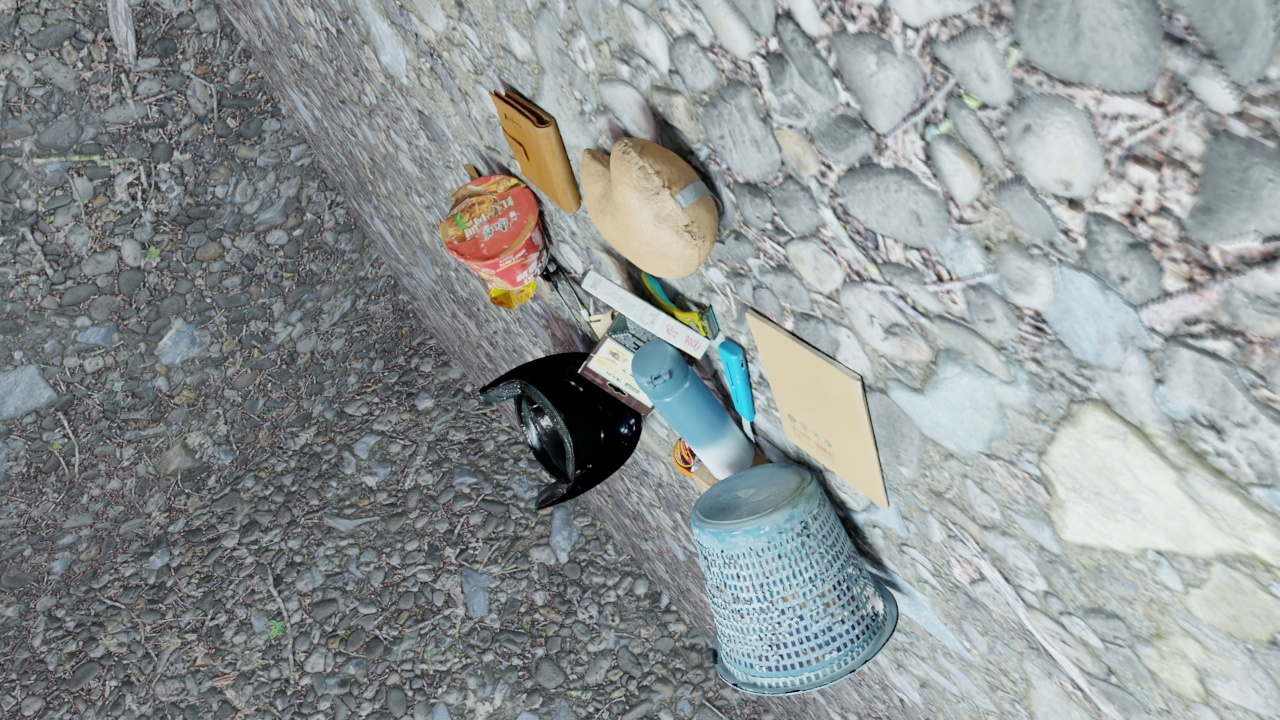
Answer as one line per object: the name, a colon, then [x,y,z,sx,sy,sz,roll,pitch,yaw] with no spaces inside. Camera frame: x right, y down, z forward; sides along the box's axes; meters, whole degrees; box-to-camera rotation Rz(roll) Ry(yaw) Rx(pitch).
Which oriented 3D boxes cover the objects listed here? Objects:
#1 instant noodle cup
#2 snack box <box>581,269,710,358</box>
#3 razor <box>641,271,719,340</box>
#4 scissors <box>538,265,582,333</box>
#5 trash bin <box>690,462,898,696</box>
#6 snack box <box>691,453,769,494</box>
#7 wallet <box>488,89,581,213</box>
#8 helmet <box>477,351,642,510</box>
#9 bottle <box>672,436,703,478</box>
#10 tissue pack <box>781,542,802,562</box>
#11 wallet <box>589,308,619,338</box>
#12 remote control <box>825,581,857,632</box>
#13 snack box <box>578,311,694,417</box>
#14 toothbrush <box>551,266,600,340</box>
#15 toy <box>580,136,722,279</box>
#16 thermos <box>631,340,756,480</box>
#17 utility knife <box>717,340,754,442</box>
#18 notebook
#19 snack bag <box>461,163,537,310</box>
instant noodle cup: [-0.190,-0.169,1.265,0.138,0.138,0.108,45,173,25]
snack box: [0.004,-0.056,1.067,0.084,0.027,0.157,27,-174,-42]
razor: [0.036,-0.066,1.014,0.132,0.028,0.043,41,167,42]
scissors: [-0.142,-0.131,1.333,0.234,0.021,0.161,48,164,57]
trash bin: [0.159,0.234,1.055,0.227,0.226,0.195,16,130,67]
snack box: [0.136,0.173,1.195,0.093,0.077,0.094,34,158,50]
wallet: [-0.119,-0.240,1.050,0.108,0.031,0.132,41,161,31]
helmet: [-0.119,0.101,1.504,0.233,0.230,0.275,66,165,0]
bottle: [0.086,0.113,1.246,0.067,0.066,0.150,48,159,13]
tissue pack: [0.177,0.247,1.304,0.133,0.050,0.093,38,162,45]
wallet: [-0.018,-0.032,1.214,0.087,0.024,0.115,55,153,-18]
remote control: [0.281,0.353,1.304,0.049,0.024,0.125,39,161,39]
snack box: [-0.007,0.007,1.170,0.113,0.053,0.126,34,156,-4]
toothbrush: [-0.083,-0.064,1.404,0.186,0.017,0.012,58,163,-23]
toy: [-0.003,-0.140,0.852,0.143,0.082,0.226,61,167,-18]
thermos: [0.064,0.060,1.095,0.070,0.070,0.220,34,167,50]
utility knife: [0.115,0.041,1.049,0.034,0.018,0.203,41,164,33]
notebook: [0.176,0.051,0.901,0.148,0.008,0.208,37,161,43]
snack bag: [-0.228,-0.185,1.400,0.129,0.073,0.207,108,141,-64]
